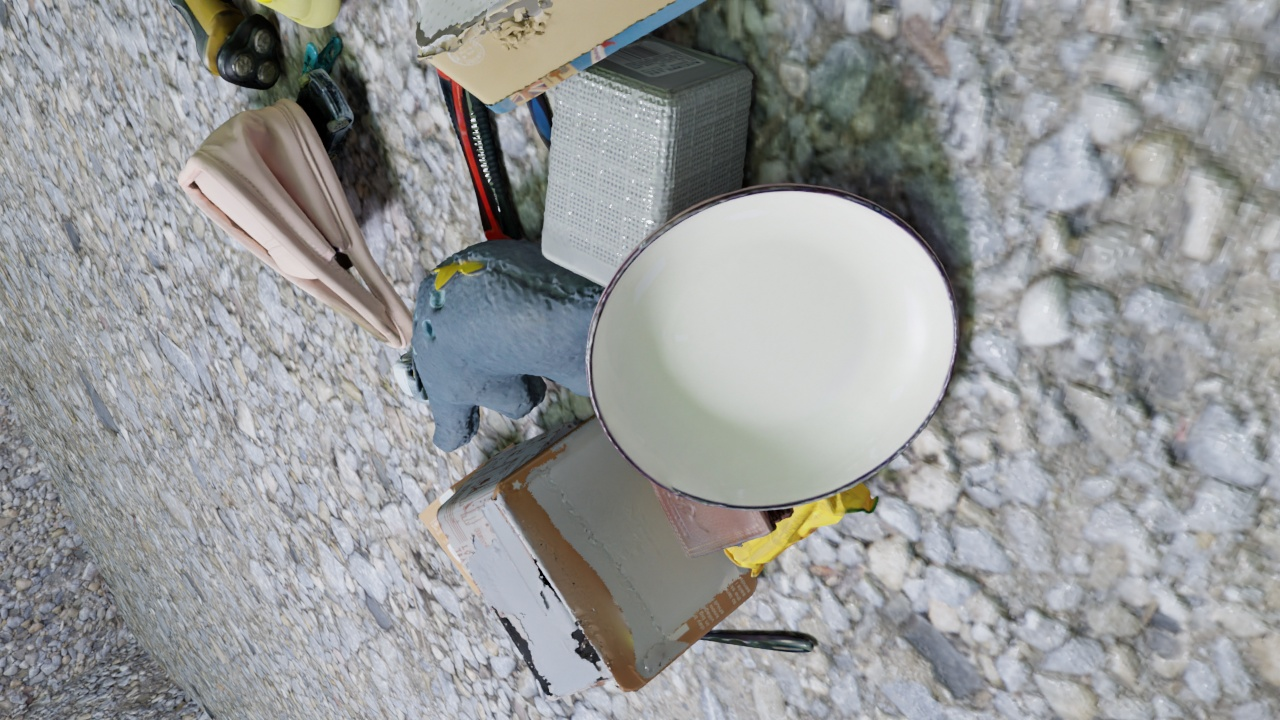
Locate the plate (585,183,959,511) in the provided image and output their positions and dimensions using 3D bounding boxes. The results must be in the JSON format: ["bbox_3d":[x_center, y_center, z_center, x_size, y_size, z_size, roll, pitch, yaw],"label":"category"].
[{"bbox_3d":[0.067,-0.006,0.487,0.192,0.039,0.193,-1,120,-2],"label":"plate"}]

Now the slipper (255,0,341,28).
[{"bbox_3d":[-0.296,-0.298,0.675,0.190,0.081,0.092,31,138,29],"label":"slipper"}]

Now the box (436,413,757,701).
[{"bbox_3d":[-0.024,0.131,0.683,0.178,0.152,0.182,-26,99,19],"label":"box"}]

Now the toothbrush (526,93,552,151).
[{"bbox_3d":[-0.070,-0.171,0.593,0.016,0.014,0.189,23,136,65],"label":"toothbrush"}]

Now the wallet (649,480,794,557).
[{"bbox_3d":[0.033,0.061,0.583,0.101,0.032,0.124,-37,79,53],"label":"wallet"}]

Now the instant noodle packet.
[{"bbox_3d":[0.079,0.075,0.598,0.111,0.044,0.129,51,139,7],"label":"instant noodle packet"}]

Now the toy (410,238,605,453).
[{"bbox_3d":[-0.090,-0.017,0.639,0.357,0.091,0.138,-22,106,51],"label":"toy"}]

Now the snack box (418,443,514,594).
[{"bbox_3d":[-0.132,0.144,0.831,0.093,0.076,0.095,53,142,1],"label":"snack box"}]

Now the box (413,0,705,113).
[{"bbox_3d":[-0.025,-0.196,0.433,0.185,0.061,0.089,-16,64,31],"label":"box"}]

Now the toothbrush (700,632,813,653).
[{"bbox_3d":[0.068,0.226,0.741,0.182,0.018,0.015,-16,103,48],"label":"toothbrush"}]

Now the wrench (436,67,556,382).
[{"bbox_3d":[-0.102,-0.106,0.668,0.056,0.016,0.274,5,121,39],"label":"wrench"}]

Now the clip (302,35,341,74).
[{"bbox_3d":[-0.253,-0.235,0.722,0.014,0.040,0.056,58,145,-1],"label":"clip"}]

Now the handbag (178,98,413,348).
[{"bbox_3d":[-0.278,-0.099,0.787,0.234,0.093,0.194,54,159,-20],"label":"handbag"}]

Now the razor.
[{"bbox_3d":[-0.362,-0.300,0.767,0.068,0.062,0.167,-41,79,21],"label":"razor"}]

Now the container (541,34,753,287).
[{"bbox_3d":[0.004,-0.108,0.505,0.090,0.090,0.114,28,132,28],"label":"container"}]

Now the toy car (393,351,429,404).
[{"bbox_3d":[-0.196,0.020,0.842,0.091,0.034,0.043,11,128,42],"label":"toy car"}]

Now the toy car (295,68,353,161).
[{"bbox_3d":[-0.256,-0.197,0.742,0.049,0.031,0.106,57,151,-6],"label":"toy car"}]
